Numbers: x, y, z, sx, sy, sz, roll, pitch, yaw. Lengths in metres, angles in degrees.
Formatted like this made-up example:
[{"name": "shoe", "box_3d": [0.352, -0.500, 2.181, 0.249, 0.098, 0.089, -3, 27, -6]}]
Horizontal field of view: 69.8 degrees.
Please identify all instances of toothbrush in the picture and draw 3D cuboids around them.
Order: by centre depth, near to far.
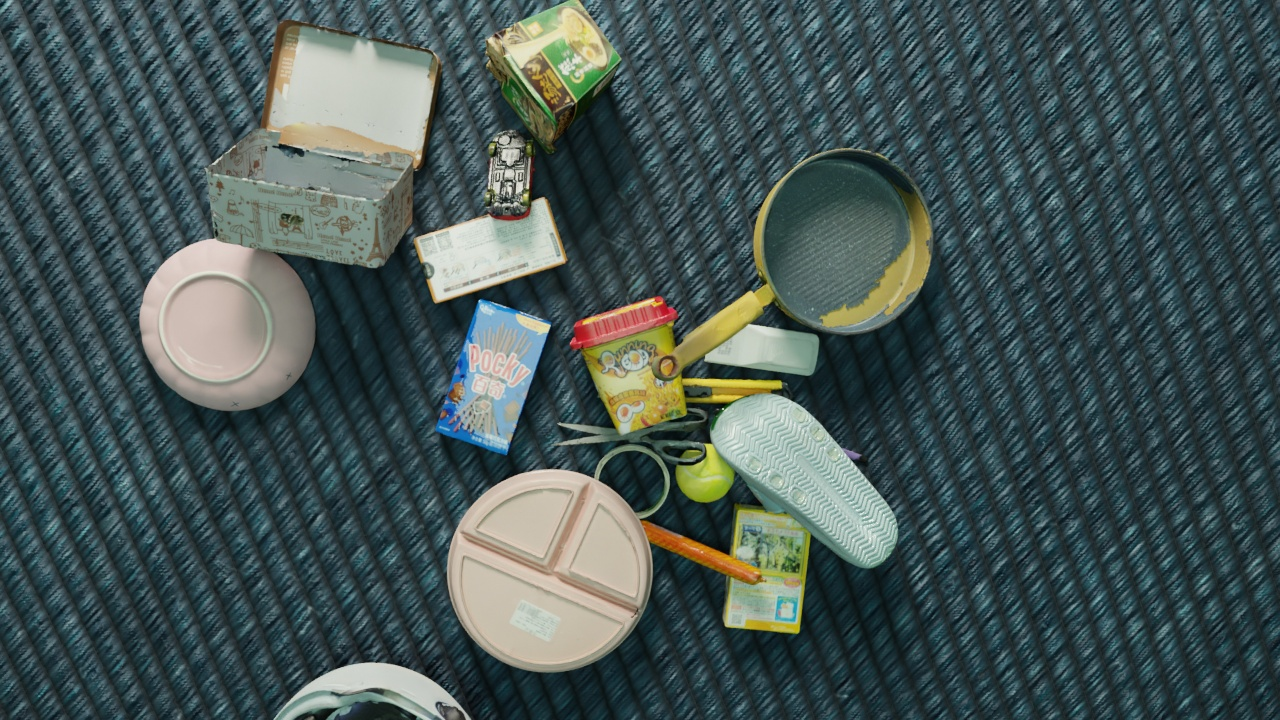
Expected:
[{"name": "toothbrush", "box_3d": [0.171, 0.085, 1.045, 0.189, 0.016, 0.014, 18, 107, -6]}]

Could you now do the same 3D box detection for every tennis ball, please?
[{"name": "tennis ball", "box_3d": [0.072, 0.124, 1.018, 0.065, 0.065, 0.065, 0, 96, -1]}]

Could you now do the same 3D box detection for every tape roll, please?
[{"name": "tape roll", "box_3d": [-0.010, 0.138, 1.044, 0.086, 0.014, 0.086, 0, 96, -1]}]

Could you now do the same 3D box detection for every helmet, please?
[{"name": "helmet", "box_3d": [-0.281, 0.438, 1.004, 0.258, 0.146, 0.229, 32, 96, -12]}]

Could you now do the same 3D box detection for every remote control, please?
[{"name": "remote control", "box_3d": [0.136, -0.014, 1.026, 0.125, 0.024, 0.049, 7, 95, -1]}]

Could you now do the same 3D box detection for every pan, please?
[{"name": "pan", "box_3d": [0.155, -0.083, 0.962, 0.357, 0.078, 0.198, -32, 99, -8]}]

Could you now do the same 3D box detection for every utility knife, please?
[{"name": "utility knife", "box_3d": [0.063, 0.037, 1.034, 0.223, 0.015, 0.033, 1, 93, 0]}]

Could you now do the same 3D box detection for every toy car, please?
[{"name": "toy car", "box_3d": [-0.139, -0.200, 0.989, 0.049, 0.031, 0.106, -1, 71, 3]}]

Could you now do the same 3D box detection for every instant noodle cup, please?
[{"name": "instant noodle cup", "box_3d": [-0.006, 0.006, 0.980, 0.116, 0.116, 0.123, -17, 97, 0]}]

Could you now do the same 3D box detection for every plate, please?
[{"name": "plate", "box_3d": [-0.458, -0.038, 1.004, 0.192, 0.039, 0.192, 0, 96, -1]}, {"name": "plate", "box_3d": [-0.100, 0.236, 1.016, 0.229, 0.028, 0.229, 0, 93, -4]}]

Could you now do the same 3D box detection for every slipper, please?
[{"name": "slipper", "box_3d": [0.179, 0.132, 1.009, 0.245, 0.074, 0.103, 43, 69, -5]}]

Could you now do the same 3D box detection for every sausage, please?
[{"name": "sausage", "box_3d": [0.064, 0.215, 1.030, 0.165, 0.021, 0.021, 21, 95, 14]}]

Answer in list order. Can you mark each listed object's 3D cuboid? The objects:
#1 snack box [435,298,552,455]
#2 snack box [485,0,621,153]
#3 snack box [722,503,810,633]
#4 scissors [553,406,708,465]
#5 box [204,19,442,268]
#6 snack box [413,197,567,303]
[{"name": "snack box", "box_3d": [-0.163, 0.019, 1.022, 0.084, 0.026, 0.157, 19, 95, -2]}, {"name": "snack box", "box_3d": [-0.085, -0.301, 0.955, 0.105, 0.118, 0.117, -37, 95, -8]}, {"name": "snack box", "box_3d": [0.144, 0.237, 1.048, 0.087, 0.033, 0.140, 5, 97, -2]}, {"name": "scissors", "box_3d": [-0.004, 0.084, 1.012, 0.163, 0.164, 0.014, -27, 133, -25]}, {"name": "box", "box_3d": [-0.322, -0.220, 0.963, 0.179, 0.136, 0.268, 11, 65, -2]}, {"name": "snack box", "box_3d": [-0.164, -0.120, 1.008, 0.154, 0.026, 0.075, -18, 95, 0]}]
